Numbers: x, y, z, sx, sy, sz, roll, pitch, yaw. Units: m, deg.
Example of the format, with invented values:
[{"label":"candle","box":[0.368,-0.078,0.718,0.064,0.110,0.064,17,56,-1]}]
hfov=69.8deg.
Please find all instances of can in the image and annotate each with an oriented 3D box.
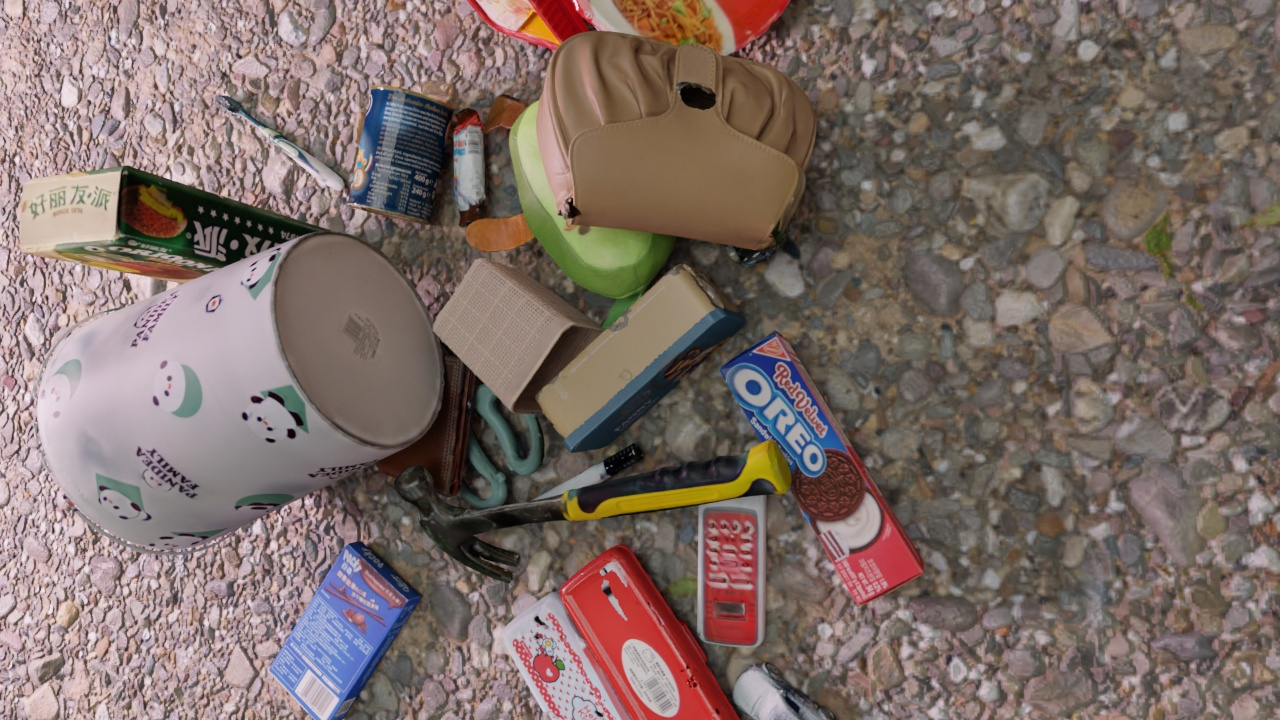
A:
[{"label":"can","box":[-0.218,-0.184,0.834,0.075,0.075,0.111,13,93,20]}]

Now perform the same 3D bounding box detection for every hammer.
[{"label":"hammer","box":[-0.038,0.113,0.730,0.324,0.031,0.126,-13,123,25]}]

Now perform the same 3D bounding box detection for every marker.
[{"label":"marker","box":[-0.053,0.108,0.790,0.131,0.022,0.018,-31,66,19]}]

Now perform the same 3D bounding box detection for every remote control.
[{"label":"remote control","box":[0.074,0.161,0.740,0.056,0.020,0.136,1,88,21]}]

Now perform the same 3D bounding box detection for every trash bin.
[{"label":"trash bin","box":[-0.320,0.022,0.770,0.252,0.229,0.229,-20,81,24]}]

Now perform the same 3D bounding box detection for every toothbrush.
[{"label":"toothbrush","box":[-0.364,-0.220,0.920,0.191,0.018,0.016,36,99,18]}]

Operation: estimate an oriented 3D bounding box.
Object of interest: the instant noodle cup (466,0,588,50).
[{"label":"instant noodle cup","box":[-0.085,-0.348,0.775,0.117,0.116,0.124,27,86,25]}]

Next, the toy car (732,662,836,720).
[{"label":"toy car","box":[0.112,0.277,0.715,0.090,0.034,0.043,37,103,19]}]

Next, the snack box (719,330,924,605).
[{"label":"snack box","box":[0.137,0.079,0.700,0.057,0.058,0.207,-32,77,13]}]

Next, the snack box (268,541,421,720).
[{"label":"snack box","box":[-0.280,0.258,0.864,0.084,0.026,0.157,37,100,18]}]

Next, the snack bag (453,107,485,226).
[{"label":"snack bag","box":[-0.156,-0.176,0.834,0.045,0.026,0.105,-2,90,53]}]

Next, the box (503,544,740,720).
[{"label":"box","box":[-0.017,0.273,0.760,0.158,0.037,0.201,-39,75,17]}]

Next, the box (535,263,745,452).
[{"label":"box","box":[-0.004,0.004,0.740,0.184,0.089,0.059,-44,74,16]}]

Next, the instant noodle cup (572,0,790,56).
[{"label":"instant noodle cup","box":[0.031,-0.325,0.732,0.194,0.066,0.194,0,92,0]}]

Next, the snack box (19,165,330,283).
[{"label":"snack box","box":[-0.395,-0.105,0.810,0.115,0.239,0.063,-2,85,21]}]

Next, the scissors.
[{"label":"scissors","box":[-0.143,0.039,0.822,0.140,0.019,0.180,-35,70,26]}]

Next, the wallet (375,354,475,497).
[{"label":"wallet","box":[-0.194,0.052,0.825,0.101,0.032,0.124,7,91,36]}]

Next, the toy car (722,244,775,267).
[{"label":"toy car","box":[0.076,-0.120,0.743,0.049,0.031,0.105,-41,65,16]}]

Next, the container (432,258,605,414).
[{"label":"container","box":[-0.103,-0.023,0.779,0.111,0.090,0.090,40,101,21]}]

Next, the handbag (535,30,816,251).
[{"label":"handbag","box":[0.028,-0.161,0.665,0.204,0.100,0.147,6,68,-14]}]

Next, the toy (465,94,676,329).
[{"label":"toy","box":[-0.043,-0.154,0.755,0.227,0.090,0.246,-27,69,9]}]
